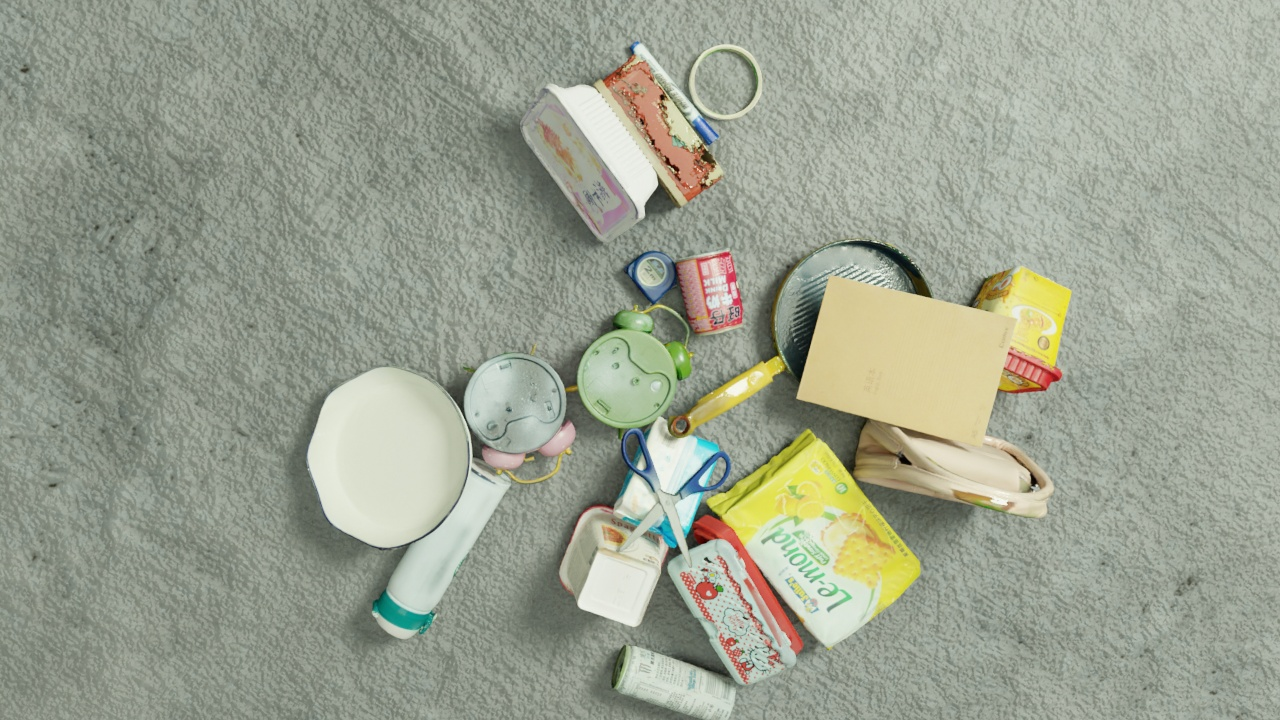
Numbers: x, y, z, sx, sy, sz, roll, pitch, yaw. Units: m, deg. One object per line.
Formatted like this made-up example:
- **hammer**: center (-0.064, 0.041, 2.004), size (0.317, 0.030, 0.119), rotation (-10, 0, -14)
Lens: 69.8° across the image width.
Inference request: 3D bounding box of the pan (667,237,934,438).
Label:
- **pan**: center (0.186, -0.007, 1.087), size (0.357, 0.078, 0.198), rotation (-29, 97, -1)

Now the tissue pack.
- **tissue pack**: center (0.031, 0.141, 1.083), size (0.090, 0.063, 0.139), rotation (26, 66, -6)

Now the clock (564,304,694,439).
- **clock**: center (-0.006, 0.006, 1.086), size (0.116, 0.056, 0.161), rotation (41, 92, -7)

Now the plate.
- **plate**: center (-0.283, 0.110, 1.052), size (0.205, 0.045, 0.204), rotation (-1, 85, 16)

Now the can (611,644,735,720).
- **can**: center (0.041, 0.398, 1.128), size (0.146, 0.058, 0.058), rotation (20, 94, -6)

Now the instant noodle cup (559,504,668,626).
- **instant noodle cup**: center (-0.029, 0.245, 1.074), size (0.116, 0.124, 0.116), rotation (21, 94, -6)

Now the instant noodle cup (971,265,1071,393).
- **instant noodle cup**: center (0.442, -0.037, 1.091), size (0.116, 0.116, 0.123), rotation (24, 82, -6)

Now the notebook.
- **notebook**: center (0.299, 0.000, 1.040), size (0.211, 0.012, 0.149), rotation (15, 93, 12)

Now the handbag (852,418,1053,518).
- **handbag**: center (0.363, 0.129, 1.034), size (0.193, 0.234, 0.093), rotation (13, 94, -5)

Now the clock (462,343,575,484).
- **clock**: center (-0.140, 0.067, 1.075), size (0.117, 0.060, 0.158), rotation (-17, 90, -6)

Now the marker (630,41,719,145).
- **marker**: center (0.040, -0.313, 1.076), size (0.017, 0.017, 0.146), rotation (-41, 97, 1)

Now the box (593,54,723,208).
- **box**: center (0.027, -0.262, 1.043), size (0.077, 0.091, 0.168), rotation (-37, 97, 3)

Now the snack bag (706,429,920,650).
- **snack bag**: center (0.215, 0.217, 1.117), size (0.158, 0.068, 0.246), rotation (-39, 97, 0)

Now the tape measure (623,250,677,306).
- **tape measure**: center (0.016, -0.103, 1.092), size (0.054, 0.025, 0.058), rotation (-40, 101, -1)

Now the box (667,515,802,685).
- **box**: center (0.106, 0.291, 1.081), size (0.098, 0.095, 0.201), rotation (-36, 109, -17)

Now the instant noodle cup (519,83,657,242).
- **instant noodle cup**: center (-0.051, -0.228, 1.029), size (0.060, 0.138, 0.173), rotation (-41, 98, -21)

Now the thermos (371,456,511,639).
- **thermos**: center (-0.236, 0.225, 1.087), size (0.073, 0.073, 0.224), rotation (31, 93, -7)

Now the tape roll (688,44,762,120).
- **tape roll**: center (0.100, -0.327, 1.080), size (0.086, 0.014, 0.086), rotation (0, 96, -4)

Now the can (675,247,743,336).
- **can**: center (0.083, -0.080, 1.078), size (0.066, 0.066, 0.094), rotation (-13, 96, -3)

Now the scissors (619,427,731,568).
- **scissors**: center (0.030, 0.148, 1.038), size (0.173, 0.012, 0.162), rotation (-39, 86, -22)
